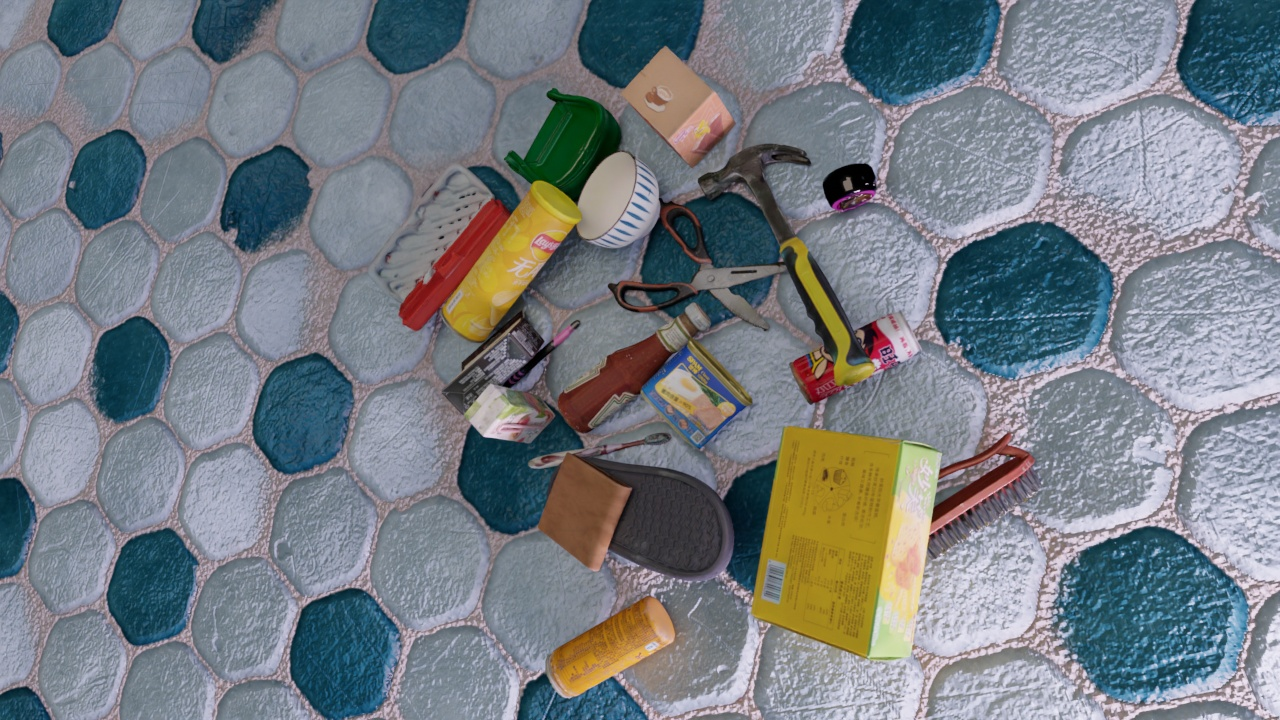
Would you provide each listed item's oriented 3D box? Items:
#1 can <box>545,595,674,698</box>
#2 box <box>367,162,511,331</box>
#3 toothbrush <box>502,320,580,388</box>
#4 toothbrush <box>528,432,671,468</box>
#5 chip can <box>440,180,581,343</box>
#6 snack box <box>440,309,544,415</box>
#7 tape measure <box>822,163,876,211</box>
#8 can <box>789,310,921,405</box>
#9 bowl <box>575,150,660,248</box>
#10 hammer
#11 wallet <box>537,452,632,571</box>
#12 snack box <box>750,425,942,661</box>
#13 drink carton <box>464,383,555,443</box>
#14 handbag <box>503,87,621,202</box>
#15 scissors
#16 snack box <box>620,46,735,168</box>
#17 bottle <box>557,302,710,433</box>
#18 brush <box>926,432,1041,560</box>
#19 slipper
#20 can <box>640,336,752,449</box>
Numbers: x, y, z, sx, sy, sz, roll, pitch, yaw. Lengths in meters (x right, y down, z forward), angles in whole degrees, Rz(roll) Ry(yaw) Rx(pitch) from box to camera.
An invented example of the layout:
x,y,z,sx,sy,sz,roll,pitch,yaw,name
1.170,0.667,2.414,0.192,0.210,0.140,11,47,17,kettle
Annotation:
x,y,z,sx,sy,sz,roll,pitch,yaw,name
-0.035,0.326,1.043,0.146,0.058,0.058,-33,71,13,can
-0.261,-0.146,1.206,0.201,0.074,0.154,-48,56,8,box
-0.148,0.012,1.161,0.189,0.017,0.014,-41,79,9,toothbrush
-0.053,0.109,1.107,0.188,0.017,0.016,-13,76,18,toothbrush
-0.162,-0.118,1.131,0.214,0.072,0.072,-48,68,22,chip can
-0.180,0.001,1.134,0.113,0.125,0.053,-39,97,11,snack box
0.235,-0.192,1.026,0.058,0.057,0.039,-16,76,9,tape measure
0.233,-0.003,0.997,0.133,0.053,0.053,-27,73,15,can
-0.019,-0.186,1.106,0.117,0.066,0.116,-29,50,41,bowl
0.176,-0.116,1.018,0.126,0.032,0.323,-29,60,13,hammer
-0.066,0.169,1.047,0.115,0.020,0.101,26,94,47,wallet
0.207,0.179,0.934,0.158,0.070,0.210,4,81,51,snack box
-0.153,0.066,1.097,0.045,0.122,0.053,44,97,20,drink carton
-0.099,-0.274,1.161,0.120,0.068,0.131,31,93,23,handbag
0.064,-0.101,1.098,0.189,0.015,0.225,-40,69,11,scissors
0.046,-0.300,1.095,0.077,0.094,0.093,-44,69,9,snack box
-0.006,0.006,1.084,0.206,0.059,0.059,-38,70,12,bottle
0.332,0.135,0.931,0.146,0.063,0.069,-36,84,11,brush
0.008,0.173,1.048,0.269,0.083,0.110,11,83,41,slipper
0.063,0.038,1.042,0.083,0.057,0.102,-44,92,11,can
